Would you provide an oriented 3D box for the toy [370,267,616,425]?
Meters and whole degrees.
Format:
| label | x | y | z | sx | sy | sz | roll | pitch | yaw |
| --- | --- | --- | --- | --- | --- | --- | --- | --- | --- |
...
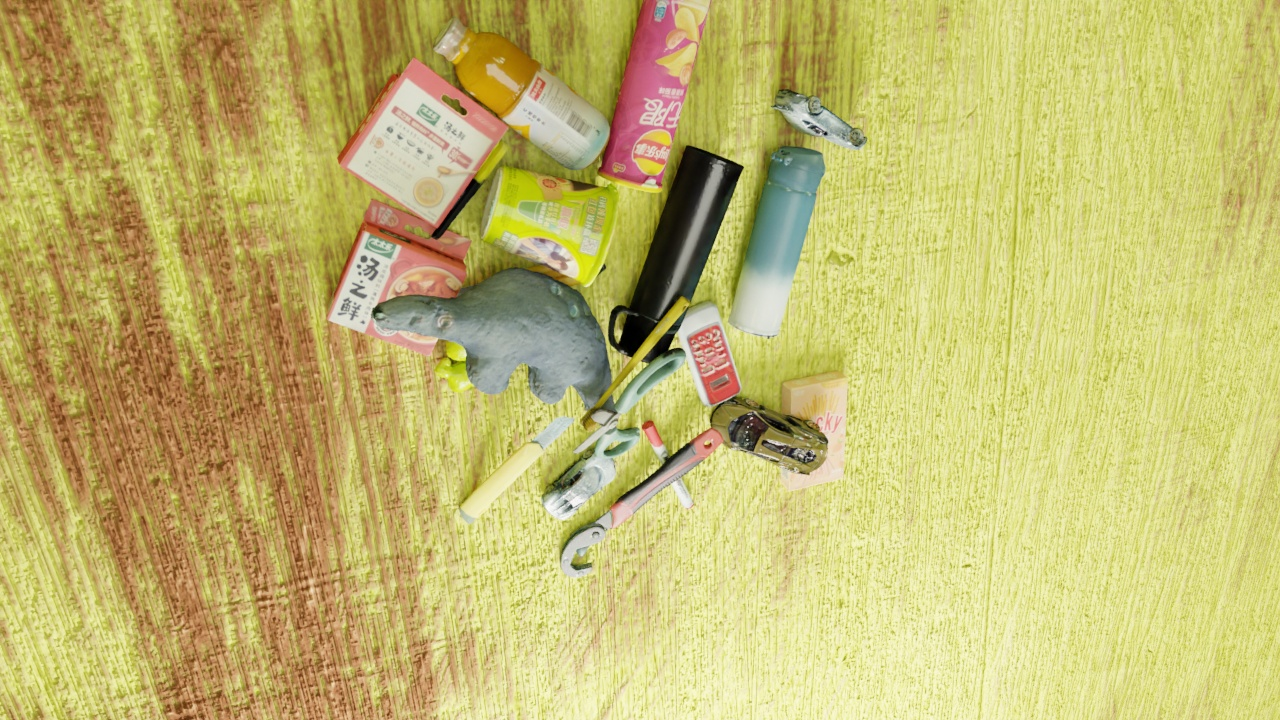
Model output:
| label | x | y | z | sx | sy | sz | roll | pitch | yaw |
| --- | --- | --- | --- | --- | --- | --- | --- | --- | --- |
| toy | -0.120 | -0.025 | 0.982 | 0.356 | 0.091 | 0.138 | 24 | 95 | -47 |

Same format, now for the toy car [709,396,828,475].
| label | x | y | z | sx | sy | sz | roll | pitch | yaw |
| --- | --- | --- | --- | --- | --- | --- | --- | --- | --- |
| toy car | 0.164 | 0.098 | 1.175 | 0.158 | 0.042 | 0.070 | 20 | 113 | -7 |

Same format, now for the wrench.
| label | x | y | z | sx | sy | sz | roll | pitch | yaw |
| --- | --- | --- | --- | --- | --- | --- | --- | --- | --- |
| wrench | -0.003 | 0.179 | 1.167 | 0.274 | 0.016 | 0.056 | -43 | 118 | 9 |

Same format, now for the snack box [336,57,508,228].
| label | x | y | z | sx | sy | sz | roll | pitch | yaw |
| --- | --- | --- | --- | --- | --- | --- | --- | --- | --- |
| snack box | -0.215 | -0.216 | 0.907 | 0.113 | 0.044 | 0.127 | 33 | 100 | -28 |

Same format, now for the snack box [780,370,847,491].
| label | x | y | z | sx | sy | sz | roll | pitch | yaw |
| --- | --- | --- | --- | --- | --- | --- | --- | --- | --- |
| snack box | 0.231 | 0.095 | 1.223 | 0.084 | 0.026 | 0.157 | -11 | 117 | -16 |

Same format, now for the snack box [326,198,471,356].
| label | x | y | z | sx | sy | sz | roll | pitch | yaw |
| --- | --- | --- | --- | --- | --- | --- | --- | --- | --- |
| snack box | -0.248 | -0.084 | 0.950 | 0.113 | 0.044 | 0.127 | 21 | 105 | -22 |

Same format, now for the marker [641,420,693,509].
| label | x | y | z | sx | sy | sz | roll | pitch | yaw |
| --- | --- | --- | --- | --- | --- | --- | --- | --- | --- |
| marker | 0.037 | 0.136 | 1.175 | 0.017 | 0.017 | 0.145 | -30 | 119 | -6 |

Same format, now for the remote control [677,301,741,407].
| label | x | y | z | sx | sy | sz | roll | pitch | yaw |
| --- | --- | --- | --- | --- | --- | --- | --- | --- | --- |
| remote control | 0.084 | -0.006 | 1.127 | 0.056 | 0.020 | 0.136 | -24 | 119 | -8 |

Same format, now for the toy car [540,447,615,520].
| label | x | y | z | sx | sy | sz | roll | pitch | yaw |
| --- | --- | --- | --- | --- | --- | --- | --- | --- | --- |
| toy car | -0.074 | 0.154 | 1.134 | 0.105 | 0.031 | 0.049 | -43 | 121 | 1 |

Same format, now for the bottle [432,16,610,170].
| label | x | y | z | sx | sy | sz | roll | pitch | yaw |
| --- | --- | --- | --- | --- | --- | --- | --- | --- | --- |
| bottle | -0.117 | -0.264 | 0.909 | 0.189 | 0.068 | 0.068 | 33 | 99 | -29 |

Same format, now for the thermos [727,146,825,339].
| label | x | y | z | sx | sy | sz | roll | pitch | yaw |
| --- | --- | --- | --- | --- | --- | --- | --- | --- | --- |
| thermos | 0.160 | -0.138 | 1.071 | 0.070 | 0.070 | 0.221 | 6 | 111 | -23 |

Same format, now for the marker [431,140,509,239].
| label | x | y | z | sx | sy | sz | roll | pitch | yaw |
| --- | --- | --- | --- | --- | --- | --- | --- | --- | --- |
| marker | -0.177 | -0.175 | 0.943 | 0.015 | 0.018 | 0.124 | 38 | 85 | -31 |

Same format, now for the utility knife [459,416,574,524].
| label | x | y | z | sx | sy | sz | roll | pitch | yaw |
| --- | --- | --- | --- | --- | --- | --- | --- | --- | --- |
| utility knife | -0.149 | 0.128 | 1.073 | 0.031 | 0.021 | 0.205 | 35 | 120 | -26 |

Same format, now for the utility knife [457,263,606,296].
| label | x | y | z | sx | sy | sz | roll | pitch | yaw |
| --- | --- | --- | --- | --- | --- | --- | --- | --- | --- |
| utility knife | -0.140 | -0.082 | 1.012 | 0.216 | 0.015 | 0.033 | -16 | 116 | -12 |

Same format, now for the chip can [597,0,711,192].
| label | x | y | z | sx | sy | sz | roll | pitch | yaw |
| --- | --- | --- | --- | --- | --- | --- | --- | --- | --- |
| chip can | 0.014 | -0.285 | 0.946 | 0.071 | 0.071 | 0.211 | 8 | 110 | -23 |

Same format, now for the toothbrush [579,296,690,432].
| label | x | y | z | sx | sy | sz | roll | pitch | yaw |
| --- | --- | --- | --- | --- | --- | --- | --- | --- | --- |
| toothbrush | -0.006 | 0.006 | 1.030 | 0.190 | 0.016 | 0.015 | -51 | 143 | 13 |

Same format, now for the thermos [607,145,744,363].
| label | x | y | z | sx | sy | sz | roll | pitch | yaw |
| --- | --- | --- | --- | --- | --- | --- | --- | --- | --- |
| thermos | 0.034 | -0.115 | 1.027 | 0.089 | 0.068 | 0.243 | 6 | 112 | -42 |

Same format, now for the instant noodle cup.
| label | x | y | z | sx | sy | sz | roll | pitch | yaw |
| --- | --- | --- | --- | --- | --- | --- | --- | --- | --- |
| instant noodle cup | -0.099 | -0.146 | 0.952 | 0.123 | 0.111 | 0.112 | 15 | 107 | -18 |

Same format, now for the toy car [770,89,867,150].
| label | x | y | z | sx | sy | sz | roll | pitch | yaw |
| --- | --- | --- | --- | --- | --- | --- | --- | --- | --- |
| toy car | 0.202 | -0.268 | 1.034 | 0.120 | 0.054 | 0.037 | 22 | 101 | -28 |

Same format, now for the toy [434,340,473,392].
| label | x | y | z | sx | sy | sz | roll | pitch | yaw |
| --- | --- | --- | --- | --- | --- | --- | --- | --- | --- |
| toy | -0.183 | -0.013 | 1.017 | 0.096 | 0.031 | 0.100 | -17 | 124 | -24 |

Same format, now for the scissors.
| label | x | y | z | sx | sy | sz | roll | pitch | yaw |
| --- | --- | --- | --- | --- | --- | --- | --- | --- | --- |
| scissors | -0.004 | 0.054 | 1.068 | 0.170 | 0.019 | 0.171 | -44 | 159 | 1 |
